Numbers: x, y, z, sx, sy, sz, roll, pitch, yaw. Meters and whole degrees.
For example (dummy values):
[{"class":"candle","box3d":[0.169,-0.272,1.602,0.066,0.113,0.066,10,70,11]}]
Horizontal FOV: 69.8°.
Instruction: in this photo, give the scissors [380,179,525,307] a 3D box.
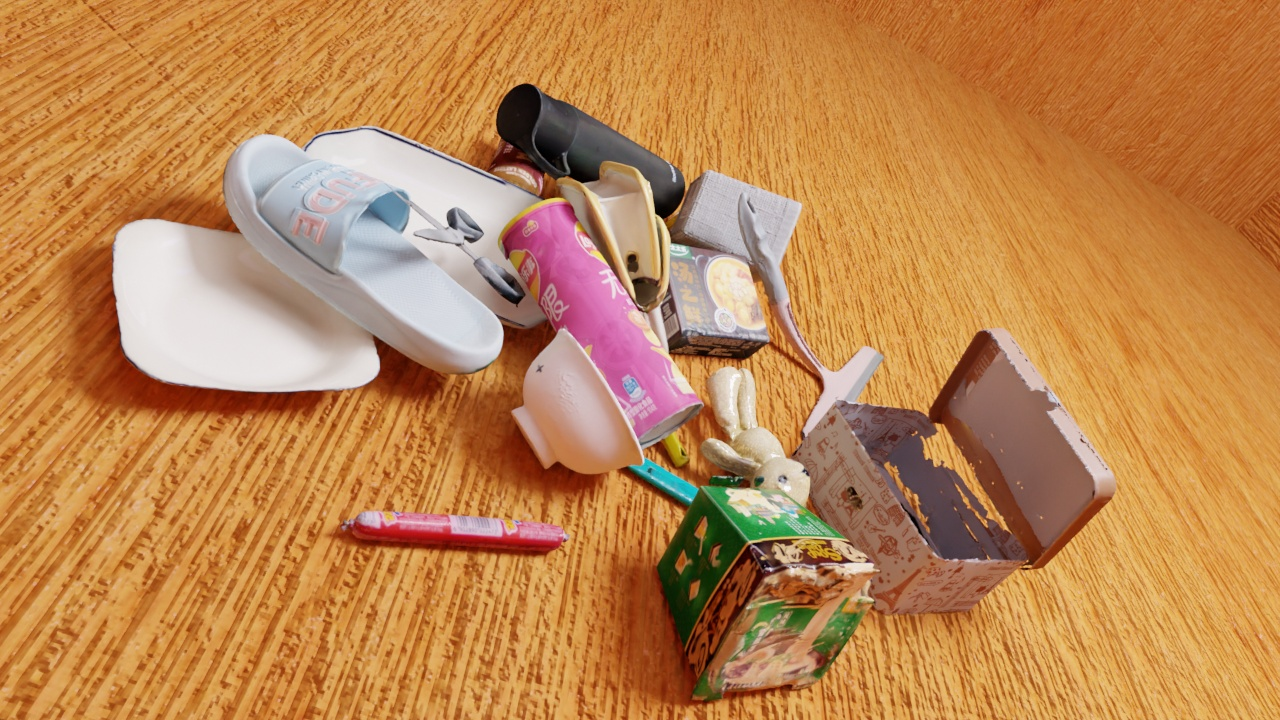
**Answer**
[{"class":"scissors","box3d":[-0.142,-0.092,0.706,0.159,0.014,0.175,48,10,-28]}]

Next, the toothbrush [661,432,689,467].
[{"class":"toothbrush","box3d":[-0.005,0.005,0.783,0.015,0.017,0.190,-11,66,-41]}]

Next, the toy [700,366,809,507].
[{"class":"toy","box3d":[0.098,0.070,0.775,0.105,0.066,0.157,27,33,-41]}]

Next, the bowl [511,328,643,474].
[{"class":"bowl","box3d":[-0.055,0.043,0.677,0.064,0.118,0.118,-32,62,-11]}]

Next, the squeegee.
[{"class":"squeegee","box3d":[0.154,-0.059,0.958,0.249,0.040,0.246,61,36,-7]}]

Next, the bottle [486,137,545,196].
[{"class":"bottle","box3d":[-0.126,-0.193,0.941,0.057,0.058,0.174,23,34,-13]}]

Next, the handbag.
[{"class":"handbag","box3d":[-0.010,-0.090,0.842,0.063,0.179,0.163,-23,19,-8]}]

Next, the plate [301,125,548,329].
[{"class":"plate","box3d":[-0.171,-0.109,0.798,0.265,0.034,0.161,21,48,-16]}]

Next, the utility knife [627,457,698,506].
[{"class":"utility knife","box3d":[0.049,0.113,0.728,0.157,0.013,0.029,31,24,-1]}]

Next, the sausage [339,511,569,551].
[{"class":"sausage","box3d":[-0.116,0.110,0.595,0.155,0.020,0.020,11,39,-29]}]

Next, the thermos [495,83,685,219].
[{"class":"thermos","box3d":[-0.045,-0.202,0.958,0.242,0.069,0.090,14,59,-53]}]

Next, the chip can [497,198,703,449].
[{"class":"chip can","box3d":[-0.034,-0.031,0.748,0.071,0.072,0.210,-16,67,-48]}]

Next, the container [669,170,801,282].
[{"class":"container","box3d":[0.102,-0.151,1.024,0.114,0.090,0.090,21,-2,-9]}]

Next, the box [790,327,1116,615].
[{"class":"box","box3d":[0.267,0.088,0.771,0.156,0.193,0.183,6,41,-33]}]

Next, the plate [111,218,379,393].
[{"class":"plate","box3d":[-0.274,-0.030,0.636,0.164,0.034,0.163,5,42,-36]}]

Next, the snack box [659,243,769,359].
[{"class":"snack box","box3d":[0.058,-0.066,0.914,0.113,0.053,0.125,4,62,-35]}]

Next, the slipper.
[{"class":"slipper","box3d":[-0.197,-0.085,0.670,0.245,0.074,0.103,39,30,1]}]

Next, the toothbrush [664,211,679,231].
[{"class":"toothbrush","box3d":[0.029,-0.153,1.050,0.016,0.018,0.190,38,34,7]}]

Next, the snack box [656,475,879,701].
[{"class":"snack box","box3d":[0.078,0.151,0.631,0.118,0.118,0.105,9,28,-34]}]
